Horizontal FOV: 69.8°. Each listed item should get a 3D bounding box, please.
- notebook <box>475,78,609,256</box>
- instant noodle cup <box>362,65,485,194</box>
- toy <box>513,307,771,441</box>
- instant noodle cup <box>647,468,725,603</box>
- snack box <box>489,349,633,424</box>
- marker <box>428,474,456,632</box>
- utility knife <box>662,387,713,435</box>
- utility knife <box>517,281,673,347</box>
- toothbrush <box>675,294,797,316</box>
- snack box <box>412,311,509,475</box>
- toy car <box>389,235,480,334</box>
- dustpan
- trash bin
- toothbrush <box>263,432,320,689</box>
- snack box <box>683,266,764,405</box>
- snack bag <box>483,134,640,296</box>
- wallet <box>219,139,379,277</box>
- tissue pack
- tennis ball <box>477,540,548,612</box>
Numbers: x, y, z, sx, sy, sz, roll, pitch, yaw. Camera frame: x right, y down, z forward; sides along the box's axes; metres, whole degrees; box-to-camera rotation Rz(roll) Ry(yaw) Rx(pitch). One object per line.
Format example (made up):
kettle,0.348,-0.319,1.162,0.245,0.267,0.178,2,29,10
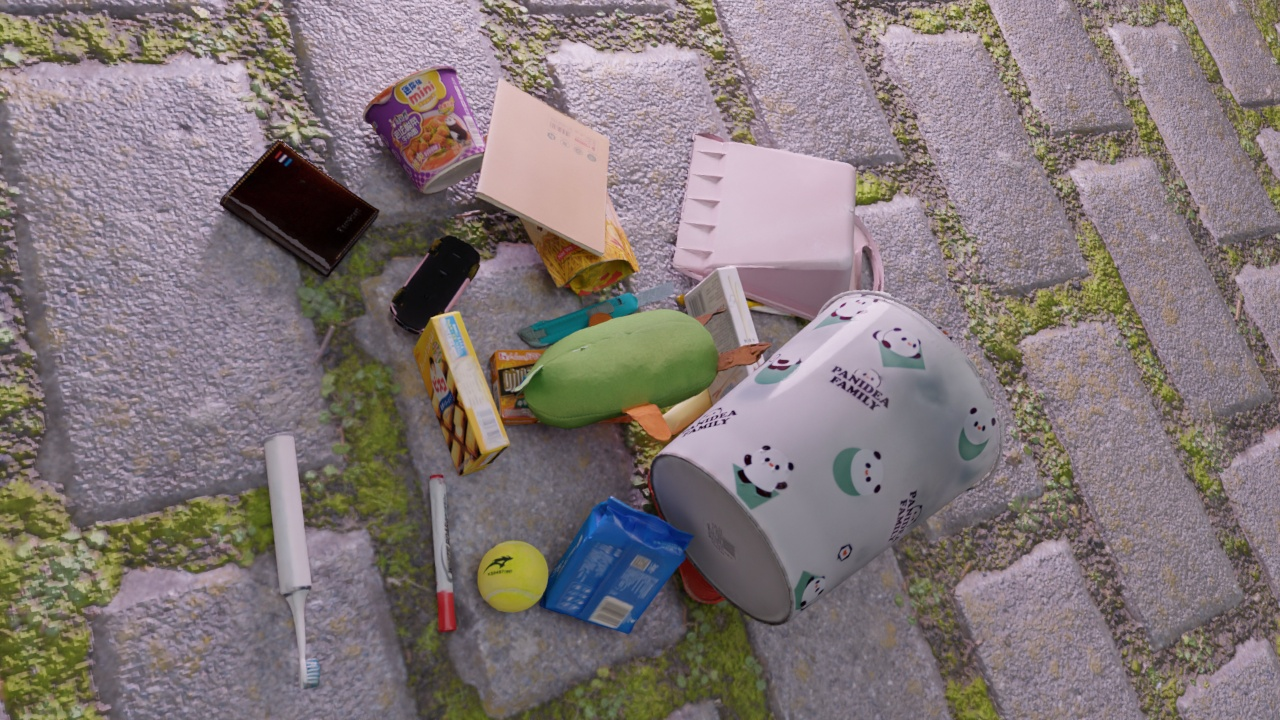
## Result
notebook,-0.099,-0.212,0.989,0.147,0.008,0.207,24,43,-24
instant noodle cup,-0.217,-0.236,0.959,0.111,0.112,0.099,-31,95,-31
toy,-0.005,0.005,0.908,0.246,0.090,0.227,-15,32,-10
instant noodle cup,0.114,0.154,0.972,0.188,0.079,0.164,-15,74,-25
snack box,-0.079,0.028,0.961,0.153,0.026,0.075,0,69,-25
marker,-0.185,0.178,0.856,0.017,0.017,0.145,1,70,-25
utility knife,0.072,0.040,1.033,0.164,0.018,0.031,-34,82,-33
utility knife,-0.042,-0.054,1.018,0.204,0.013,0.029,-22,81,-30
toothbrush,0.125,-0.064,1.102,0.191,0.018,0.016,3,71,-27
snack box,-0.173,0.033,0.878,0.033,0.087,0.140,-14,77,-30
toy car,-0.208,-0.076,0.933,0.056,0.037,0.122,31,57,-5
dustpan,0.178,-0.148,1.155,0.273,0.139,0.222,8,60,8
trash bin,0.160,0.094,0.851,0.251,0.230,0.229,-33,86,-23
toothbrush,-0.302,0.172,0.798,0.026,0.027,0.221,-3,71,-32
snack box,0.095,-0.015,1.007,0.026,0.085,0.156,-8,75,-28
snack bag,-0.085,-0.175,1.025,0.128,0.073,0.207,-14,70,-29
wallet,-0.337,-0.152,0.916,0.122,0.020,0.096,36,59,-11
tissue pack,-0.025,0.192,0.858,0.095,0.157,0.052,24,31,-13
tennis ball,-0.118,0.200,0.851,0.065,0.066,0.065,9,66,-22
